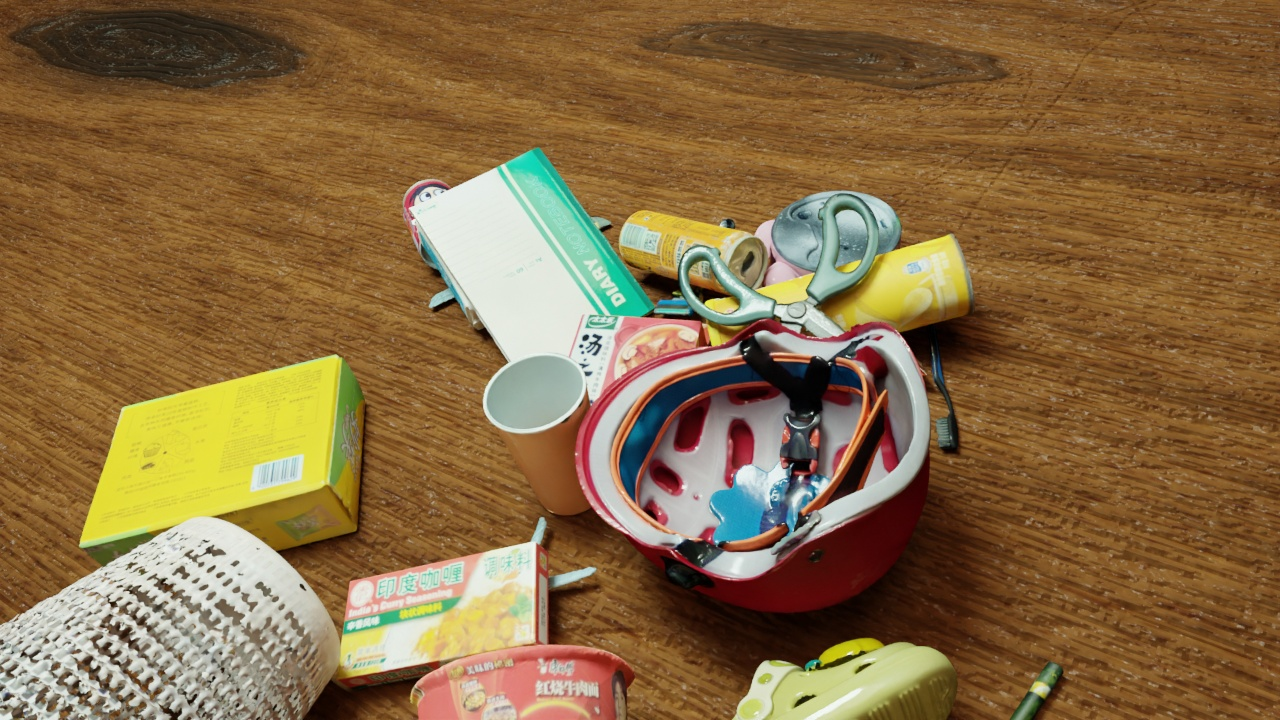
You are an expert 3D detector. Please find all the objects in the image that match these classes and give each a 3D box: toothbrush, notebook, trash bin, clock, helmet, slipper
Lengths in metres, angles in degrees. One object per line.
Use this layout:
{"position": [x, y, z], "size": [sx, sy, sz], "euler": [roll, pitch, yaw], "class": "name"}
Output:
{"position": [0.247, 0.001, 0.773], "size": [0.016, 0.014, 0.189], "euler": [-22, 39, 27], "class": "toothbrush"}
{"position": [-0.103, -0.095, 0.882], "size": [0.150, 0.012, 0.209], "euler": [-31, 78, -19], "class": "notebook"}
{"position": [-0.313, 0.215, 0.589], "size": [0.228, 0.228, 0.191], "euler": [14, 39, 26], "class": "trash bin"}
{"position": [0.163, -0.097, 0.856], "size": [0.158, 0.060, 0.117], "euler": [-11, 46, 2], "class": "clock"}
{"position": [0.204, 0.252, 0.543], "size": [0.017, 0.012, 0.185], "euler": [33, 61, 30], "class": "toothbrush"}
{"position": [0.086, 0.085, 0.645], "size": [0.240, 0.144, 0.206], "euler": [-1, 46, 29], "class": "helmet"}
{"position": [0.096, 0.214, 0.555], "size": [0.190, 0.092, 0.081], "euler": [-25, 44, -6], "class": "slipper"}

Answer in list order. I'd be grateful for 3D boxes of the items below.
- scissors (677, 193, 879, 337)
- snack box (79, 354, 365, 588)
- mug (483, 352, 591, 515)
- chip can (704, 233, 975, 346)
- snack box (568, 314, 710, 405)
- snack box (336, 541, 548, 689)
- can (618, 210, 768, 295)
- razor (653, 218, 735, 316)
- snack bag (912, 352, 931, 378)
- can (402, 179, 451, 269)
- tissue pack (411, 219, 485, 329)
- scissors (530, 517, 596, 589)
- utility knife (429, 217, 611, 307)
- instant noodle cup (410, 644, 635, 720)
{"position": [0.124, -0.077, 0.753], "size": [0.170, 0.019, 0.179], "euler": [36, 79, 30], "class": "scissors"}
{"position": [-0.352, 0.092, 0.799], "size": [0.210, 0.070, 0.157], "euler": [-14, 45, 1], "class": "snack box"}
{"position": [-0.066, 0.063, 0.716], "size": [0.078, 0.123, 0.078], "euler": [-8, 46, 8], "class": "mug"}
{"position": [0.165, -0.043, 0.775], "size": [0.213, 0.072, 0.072], "euler": [-14, 45, 11], "class": "chip can"}
{"position": [-0.005, 0.005, 0.799], "size": [0.113, 0.044, 0.126], "euler": [4, 58, 18], "class": "snack box"}
{"position": [-0.142, 0.185, 0.665], "size": [0.156, 0.027, 0.076], "euler": [-15, 51, 13], "class": "snack box"}
{"position": [0.046, -0.101, 0.857], "size": [0.058, 0.058, 0.146], "euler": [-42, 40, -24], "class": "can"}
{"position": [0.062, -0.089, 0.900], "size": [0.043, 0.022, 0.142], "euler": [5, 49, 33], "class": "razor"}
{"position": [0.187, 0.007, 0.772], "size": [0.104, 0.026, 0.048], "euler": [-7, 22, 8], "class": "snack bag"}
{"position": [-0.219, -0.150, 0.999], "size": [0.066, 0.067, 0.093], "euler": [-24, 45, -9], "class": "can"}
{"position": [-0.158, -0.105, 0.918], "size": [0.090, 0.063, 0.140], "euler": [-29, 76, -14], "class": "tissue pack"}
{"position": [-0.099, 0.175, 0.689], "size": [0.135, 0.017, 0.133], "euler": [0, 51, 21], "class": "scissors"}
{"position": [-0.128, -0.105, 0.975], "size": [0.213, 0.022, 0.031], "euler": [-32, 41, -10], "class": "utility knife"}
{"position": [-0.064, 0.244, 0.541], "size": [0.138, 0.138, 0.108], "euler": [-12, 53, 3], "class": "instant noodle cup"}
